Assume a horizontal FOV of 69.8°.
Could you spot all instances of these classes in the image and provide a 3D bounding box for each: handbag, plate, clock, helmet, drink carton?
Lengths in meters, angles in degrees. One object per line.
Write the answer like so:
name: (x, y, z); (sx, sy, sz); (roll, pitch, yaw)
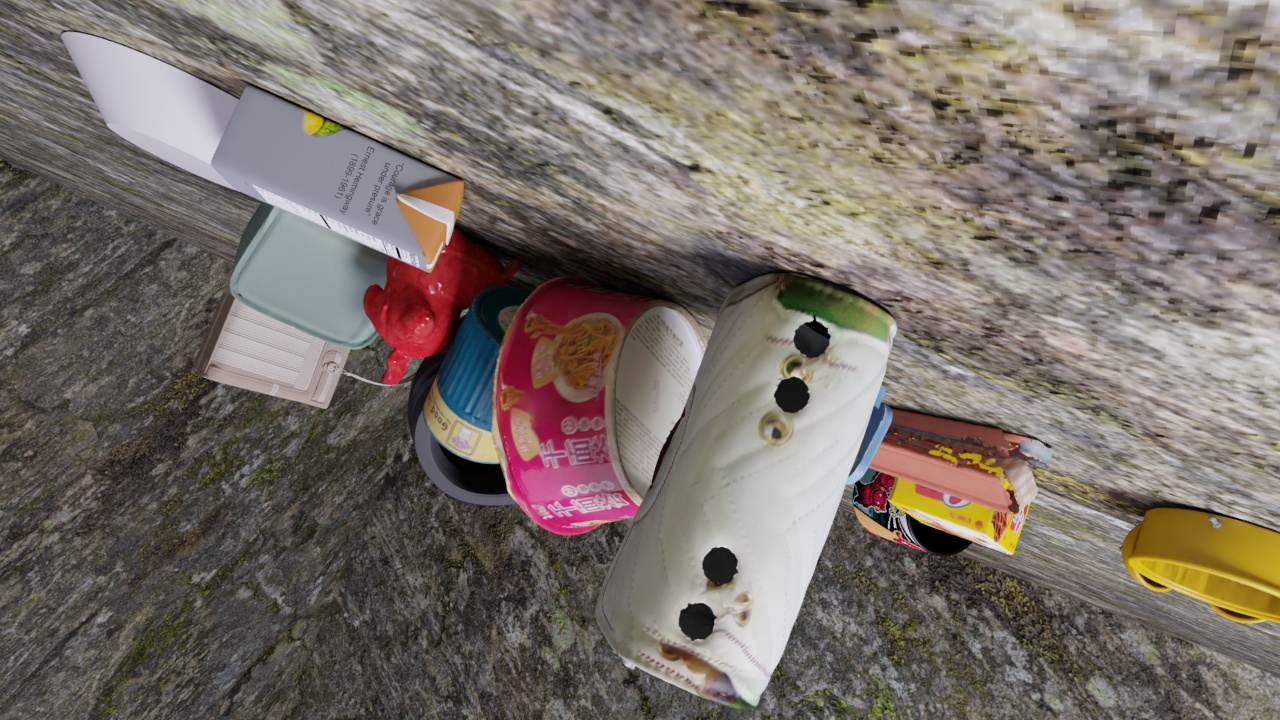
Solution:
handbag: (-0.276, -0.039, 0.848); (0.197, 0.175, 0.062); (24, 174, -36)
handbag: (0.053, 0.064, 0.474); (0.096, 0.198, 0.142); (23, 173, 7)
plate: (-0.290, -0.146, 0.598); (0.174, 0.036, 0.174); (22, 174, 2)
clock: (0.393, 0.139, 0.622); (0.113, 0.052, 0.152); (20, 169, 17)
helmet: (-0.126, 0.032, 0.856); (0.164, 0.169, 0.266); (29, 130, -16)
handbag: (-0.248, -0.081, 0.728); (0.121, 0.106, 0.067); (27, -154, -31)
drink carton: (-0.166, -0.099, 0.521); (0.125, 0.048, 0.076); (23, 174, -10)

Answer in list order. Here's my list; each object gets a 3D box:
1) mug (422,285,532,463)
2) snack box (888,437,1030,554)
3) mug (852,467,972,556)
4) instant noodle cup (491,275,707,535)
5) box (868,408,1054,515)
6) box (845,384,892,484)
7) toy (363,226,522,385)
mug: (-0.091, 0.020, 0.660); (0.113, 0.107, 0.083); (46, -145, 20)
snack box: (0.262, 0.109, 0.746); (0.084, 0.061, 0.105); (17, 172, 36)
mug: (0.283, 0.137, 0.888); (0.118, 0.082, 0.098); (-5, -179, -16)
instant noodle cup: (-0.011, 0.030, 0.613); (0.078, 0.178, 0.178); (-1, 162, 31)
box: (0.204, 0.053, 0.652); (0.058, 0.062, 0.188); (54, 161, -26)
box: (0.097, 0.035, 0.681); (0.074, 0.077, 0.209); (27, 172, -16)
toy: (-0.146, -0.035, 0.675); (0.094, 0.133, 0.088); (15, -170, -43)
